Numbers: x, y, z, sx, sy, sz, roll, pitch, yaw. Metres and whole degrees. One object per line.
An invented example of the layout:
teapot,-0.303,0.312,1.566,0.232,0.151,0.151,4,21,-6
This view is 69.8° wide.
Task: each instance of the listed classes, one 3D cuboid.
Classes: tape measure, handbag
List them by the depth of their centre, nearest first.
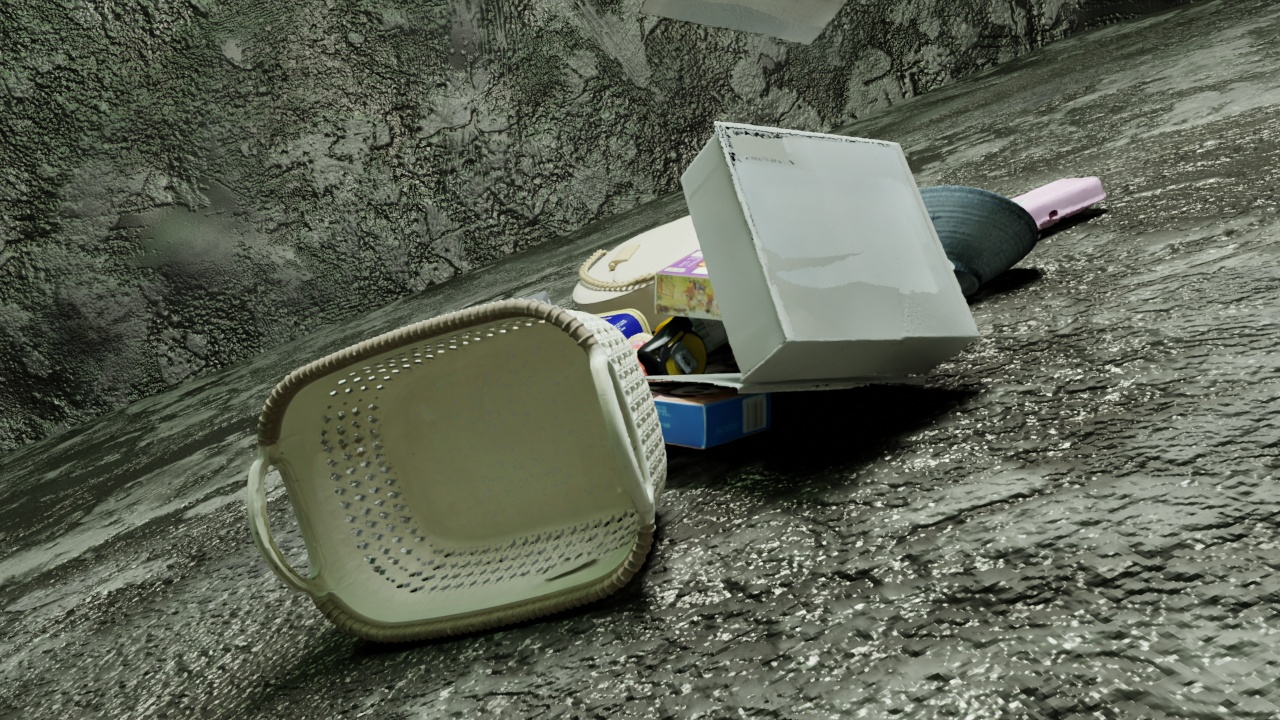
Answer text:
tape measure,0.034,-0.003,0.853,0.061,0.061,0.034,-45,22,-24
handbag,0.022,-0.105,1.202,0.209,0.103,0.210,-13,27,34

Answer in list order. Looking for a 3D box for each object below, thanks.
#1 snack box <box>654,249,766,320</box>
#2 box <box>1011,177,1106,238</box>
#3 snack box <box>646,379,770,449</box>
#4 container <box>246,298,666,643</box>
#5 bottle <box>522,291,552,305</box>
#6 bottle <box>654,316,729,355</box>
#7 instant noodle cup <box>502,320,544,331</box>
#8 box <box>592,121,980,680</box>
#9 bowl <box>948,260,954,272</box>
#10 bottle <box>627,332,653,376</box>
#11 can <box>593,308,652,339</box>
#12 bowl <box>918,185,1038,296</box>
snack box,0.103,-0.071,0.869,0.148,0.041,0.143,7,17,18
box,0.362,-0.144,0.970,0.201,0.038,0.152,-22,13,-5
snack box,0.013,0.036,0.698,0.151,0.034,0.087,4,8,39
container,-0.102,0.062,0.578,0.247,0.184,0.142,-15,5,18
bottle,-0.133,-0.023,1.129,0.046,0.084,0.173,-19,15,8
bottle,0.096,-0.051,0.966,0.185,0.053,0.053,-31,17,-35
instant noodle cup,-0.072,0.023,0.820,0.122,0.124,0.123,9,31,46
box,0.081,0.044,0.708,0.167,0.423,0.173,-1,40,-29
bowl,0.211,-0.045,0.770,0.110,0.055,0.110,-19,14,5
bottle,-0.005,0.005,0.920,0.044,0.044,0.109,-17,14,14
can,-0.058,-0.010,1.024,0.116,0.056,0.092,-6,21,45
bowl,0.277,-0.093,0.817,0.137,0.137,0.057,-6,61,47
